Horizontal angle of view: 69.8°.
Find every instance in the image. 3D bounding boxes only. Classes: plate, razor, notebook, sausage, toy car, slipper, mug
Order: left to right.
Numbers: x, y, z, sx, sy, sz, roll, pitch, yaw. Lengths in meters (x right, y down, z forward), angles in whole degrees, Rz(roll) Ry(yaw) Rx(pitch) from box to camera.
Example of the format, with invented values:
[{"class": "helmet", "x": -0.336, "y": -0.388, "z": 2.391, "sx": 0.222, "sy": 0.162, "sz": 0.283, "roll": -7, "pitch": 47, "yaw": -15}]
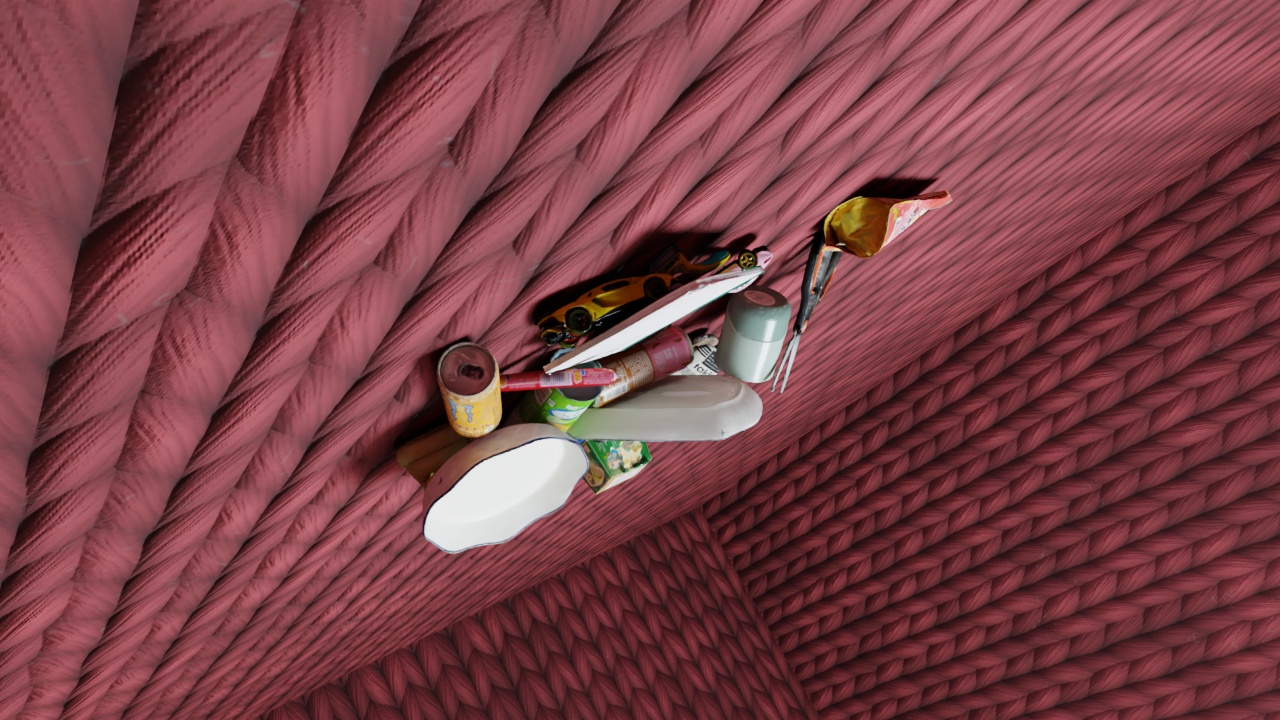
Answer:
[{"class": "slipper", "x": -0.227, "y": 0.128, "z": 1.095, "sx": 0.091, "sy": 0.081, "sz": 0.191, "roll": -30, "pitch": 169, "yaw": -12}, {"class": "plate", "x": -0.158, "y": 0.143, "z": 1.054, "sx": 0.204, "sy": 0.045, "sz": 0.205, "roll": -25, "pitch": 149, "yaw": -17}, {"class": "sausage", "x": -0.098, "y": 0.021, "z": 0.996, "sx": 0.156, "sy": 0.020, "sz": 0.020, "roll": -3, "pitch": 165, "yaw": 2}, {"class": "toy car", "x": -0.031, "y": -0.054, "z": 0.920, "sx": 0.155, "sy": 0.041, "sz": 0.071, "roll": -22, "pitch": 175, "yaw": -18}, {"class": "notebook", "x": 0.015, "y": -0.042, "z": 0.962, "sx": 0.210, "sy": 0.012, "sz": 0.150, "roll": -28, "pitch": 175, "yaw": 33}, {"class": "plate", "x": 0.021, "y": 0.054, "z": 1.174, "sx": 0.266, "sy": 0.034, "sz": 0.161, "roll": -1, "pitch": -159, "yaw": 15}, {"class": "razor", "x": 0.062, "y": -0.106, "z": 0.975, "sx": 0.043, "sy": 0.028, "sz": 0.132, "roll": -44, "pitch": 163, "yaw": 32}, {"class": "toy car", "x": 0.096, "y": -0.091, "z": 1.040, "sx": 0.122, "sy": 0.037, "sz": 0.056, "roll": -31, "pitch": -174, "yaw": 10}, {"class": "mug", "x": 0.145, "y": -0.044, "z": 1.209, "sx": 0.082, "sy": 0.111, "sz": 0.106, "roll": 4, "pitch": 120, "yaw": -13}]

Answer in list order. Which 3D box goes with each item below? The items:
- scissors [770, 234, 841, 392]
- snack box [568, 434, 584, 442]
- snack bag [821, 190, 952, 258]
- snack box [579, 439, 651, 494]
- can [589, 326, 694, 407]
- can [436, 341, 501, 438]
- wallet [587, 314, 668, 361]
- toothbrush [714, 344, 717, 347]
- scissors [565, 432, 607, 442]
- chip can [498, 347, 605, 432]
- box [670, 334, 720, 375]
[{"class": "scissors", "x": 0.224, "y": -0.067, "z": 1.218, "sx": 0.223, "sy": 0.022, "sz": 0.221, "roll": -49, "pitch": 152, "yaw": -45}, {"class": "snack box", "x": -0.104, "y": 0.109, "z": 1.299, "sx": 0.158, "sy": 0.026, "sz": 0.084, "roll": -31, "pitch": -178, "yaw": 42}, {"class": "snack bag", "x": 0.312, "y": -0.174, "z": 1.171, "sx": 0.129, "sy": 0.073, "sz": 0.207, "roll": -35, "pitch": 171, "yaw": 34}, {"class": "snack box", "x": -0.052, "y": 0.139, "z": 1.424, "sx": 0.118, "sy": 0.105, "sz": 0.118, "roll": -21, "pitch": 164, "yaw": -29}, {"class": "can", "x": -0.007, "y": 0.007, "z": 1.154, "sx": 0.147, "sy": 0.058, "sz": 0.058, "roll": -23, "pitch": 164, "yaw": -25}, {"class": "can", "x": -0.169, "y": 0.032, "z": 0.917, "sx": 0.058, "sy": 0.058, "sz": 0.146, "roll": -26, "pitch": 165, "yaw": -15}, {"class": "wallet", "x": -0.010, "y": -0.034, "z": 1.091, "sx": 0.122, "sy": 0.020, "sz": 0.097, "roll": -24, "pitch": 168, "yaw": -25}, {"class": "toothbrush", "x": 0.089, "y": 0.002, "z": 1.400, "sx": 0.213, "sy": 0.026, "sz": 0.027, "roll": -37, "pitch": -161, "yaw": 20}, {"class": "scissors", "x": -0.052, "y": 0.068, "z": 1.225, "sx": 0.171, "sy": 0.014, "sz": 0.159, "roll": -14, "pitch": -156, "yaw": -16}, {"class": "chip can", "x": -0.122, "y": 0.071, "z": 1.116, "sx": 0.072, "sy": 0.072, "sz": 0.237, "roll": -19, "pitch": 162, "yaw": -37}, {"class": "box", "x": 0.042, "y": 0.010, "z": 1.314, "sx": 0.164, "sy": 0.079, "sz": 0.074, "roll": -36, "pitch": 137, "yaw": 28}]
